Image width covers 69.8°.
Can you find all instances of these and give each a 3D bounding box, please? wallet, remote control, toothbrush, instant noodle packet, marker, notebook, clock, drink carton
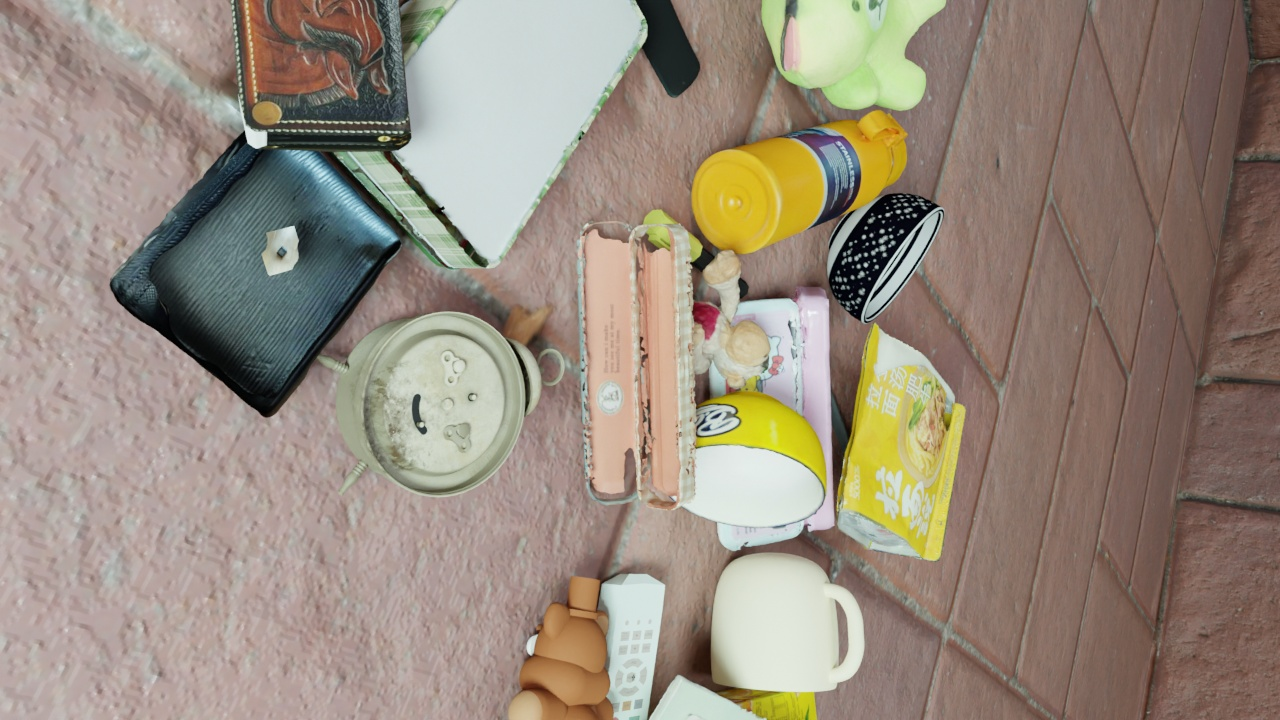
[{"bbox_3d":[-0.169,-0.044,0.416,0.089,0.026,0.114,50,57,-35],"label":"wallet"},{"bbox_3d":[-0.016,0.218,0.631,0.049,0.024,0.143,16,80,-49],"label":"remote control"},{"bbox_3d":[0.003,-0.248,0.606,0.041,0.020,0.152,-55,133,-29],"label":"remote control"},{"bbox_3d":[0.172,0.034,0.845,0.013,0.013,0.167,-59,134,-39],"label":"toothbrush"},{"bbox_3d":[-0.141,-0.153,0.401,0.072,0.019,0.123,-5,80,-21],"label":"wallet"},{"bbox_3d":[0.225,0.080,0.830,0.221,0.084,0.162,37,65,-55],"label":"instant noodle packet"},{"bbox_3d":[0.044,-0.074,0.676,0.123,0.018,0.021,30,72,-49],"label":"marker"},{"bbox_3d":[0.012,0.352,0.629,0.182,0.010,0.252,40,79,-39],"label":"notebook"},{"bbox_3d":[-0.099,0.017,0.489,0.140,0.055,0.093,-17,104,-40],"label":"clock"},{"bbox_3d":[0.082,0.282,0.725,0.134,0.059,0.043,12,70,-49],"label":"drink carton"}]

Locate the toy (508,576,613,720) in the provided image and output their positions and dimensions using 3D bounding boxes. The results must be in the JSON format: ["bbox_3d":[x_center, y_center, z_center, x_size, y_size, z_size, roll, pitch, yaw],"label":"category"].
[{"bbox_3d":[-0.052,0.199,0.571,0.095,0.065,0.127,34,60,-55],"label":"toy"}]

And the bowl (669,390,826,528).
[{"bbox_3d":[0.077,0.064,0.662,0.117,0.117,0.067,50,40,-40],"label":"bowl"}]

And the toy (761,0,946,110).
[{"bbox_3d":[0.159,-0.276,0.732,0.196,0.107,0.150,10,92,-41],"label":"toy"}]

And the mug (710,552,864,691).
[{"bbox_3d":[0.115,0.200,0.711,0.096,0.120,0.099,21,67,-54],"label":"mug"}]

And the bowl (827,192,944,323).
[{"bbox_3d":[0.208,-0.101,0.820,0.120,0.066,0.120,-44,158,-23],"label":"bowl"}]

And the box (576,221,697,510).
[{"bbox_3d":[-0.003,0.003,0.588,0.041,0.083,0.187,-13,103,-58],"label":"box"}]

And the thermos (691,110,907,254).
[{"bbox_3d":[0.143,-0.148,0.728,0.232,0.092,0.076,-26,103,-46],"label":"thermos"}]

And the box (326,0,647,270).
[{"bbox_3d":[-0.077,-0.157,0.500,0.118,0.051,0.205,52,57,-43],"label":"box"}]

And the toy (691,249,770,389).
[{"bbox_3d":[0.053,-0.014,0.647,0.106,0.074,0.085,43,57,-33],"label":"toy"}]

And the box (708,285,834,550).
[{"bbox_3d":[0.122,0.046,0.741,0.146,0.077,0.202,-18,108,-48],"label":"box"}]
